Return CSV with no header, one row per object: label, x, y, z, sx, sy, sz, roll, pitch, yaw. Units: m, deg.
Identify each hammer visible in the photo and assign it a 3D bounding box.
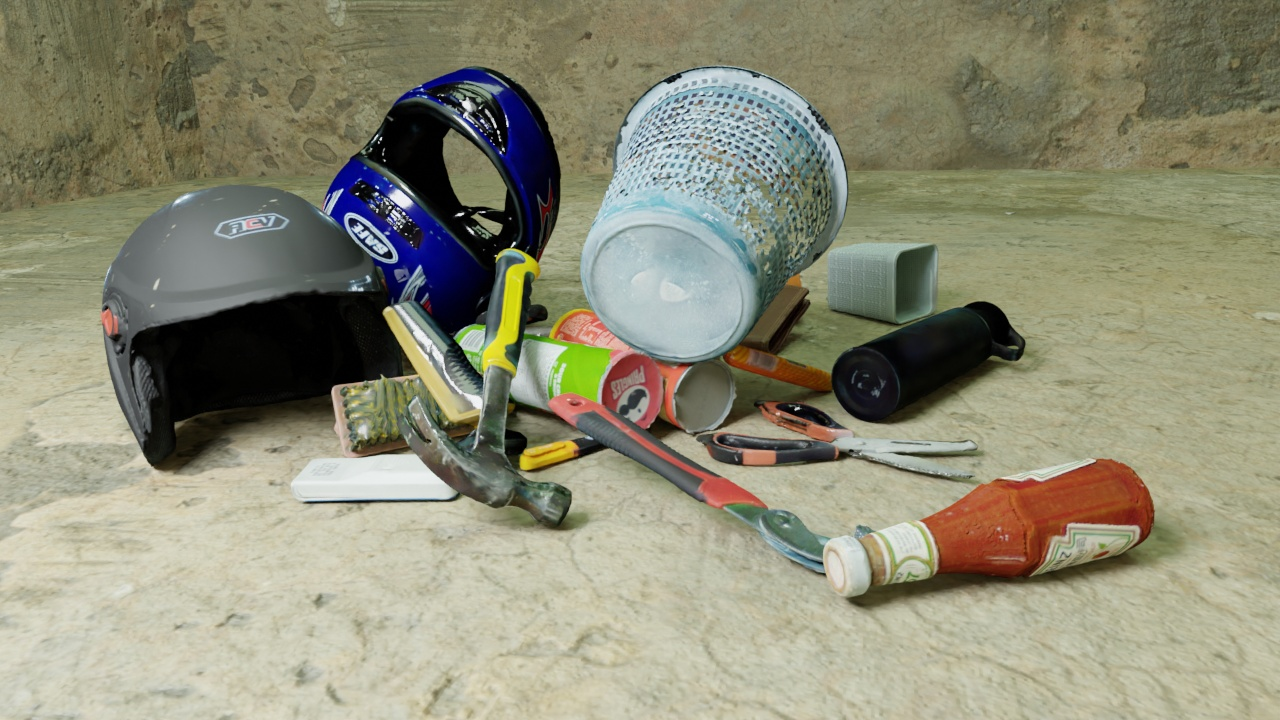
hammer,-0.114,-0.004,0.741,0.126,0.032,0.322,26,30,-20

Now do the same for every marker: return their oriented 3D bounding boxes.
marker,-0.046,0.069,0.767,0.123,0.015,0.018,-13,26,-37

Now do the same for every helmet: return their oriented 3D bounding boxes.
helmet,-0.345,-0.044,0.808,0.232,0.230,0.276,-14,-17,-34
helmet,-0.236,-0.152,1.033,0.247,0.316,0.239,38,58,6

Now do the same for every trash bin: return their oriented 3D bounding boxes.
trash bin,0.049,-0.110,0.794,0.227,0.227,0.194,5,39,22

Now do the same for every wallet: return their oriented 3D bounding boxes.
wallet,0.126,-0.049,1.052,0.101,0.032,0.124,11,42,31

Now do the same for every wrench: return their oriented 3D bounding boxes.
wrench,0.041,0.079,0.633,0.274,0.016,0.056,24,31,30

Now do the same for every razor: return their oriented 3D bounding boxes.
razor,-0.159,0.017,0.755,0.167,0.068,0.062,51,14,14

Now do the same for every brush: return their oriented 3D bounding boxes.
brush,-0.191,0.042,0.803,0.145,0.063,0.073,-10,-11,-27

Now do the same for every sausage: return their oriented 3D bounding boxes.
sausage,0.130,0.008,0.845,0.165,0.021,0.021,15,2,-42

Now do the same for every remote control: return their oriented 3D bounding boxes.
remote control,-0.199,0.089,0.707,0.125,0.024,0.049,-2,17,2

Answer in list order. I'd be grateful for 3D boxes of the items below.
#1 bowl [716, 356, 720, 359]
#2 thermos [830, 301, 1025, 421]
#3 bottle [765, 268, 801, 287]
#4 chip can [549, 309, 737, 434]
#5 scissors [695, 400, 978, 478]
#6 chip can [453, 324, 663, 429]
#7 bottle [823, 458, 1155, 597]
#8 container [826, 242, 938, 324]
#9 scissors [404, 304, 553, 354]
bowl,0.039,-0.041,0.939,0.113,0.062,0.113,26,-4,2
thermos,0.286,-0.005,0.876,0.090,0.068,0.241,19,27,41
bottle,0.126,-0.077,1.142,0.149,0.067,0.066,-8,17,8
chip can,-0.005,0.005,0.871,0.073,0.073,0.217,-14,21,-33
scissors,0.156,0.066,0.752,0.188,0.015,0.226,-10,19,-24
chip can,-0.086,0.012,0.835,0.072,0.072,0.236,-18,19,-40
bottle,0.210,0.105,0.556,0.206,0.060,0.060,-9,19,-15
container,0.301,-0.102,1.154,0.089,0.090,0.112,-15,19,-37
scissors,-0.170,-0.030,0.985,0.220,0.021,0.229,5,-15,-25
